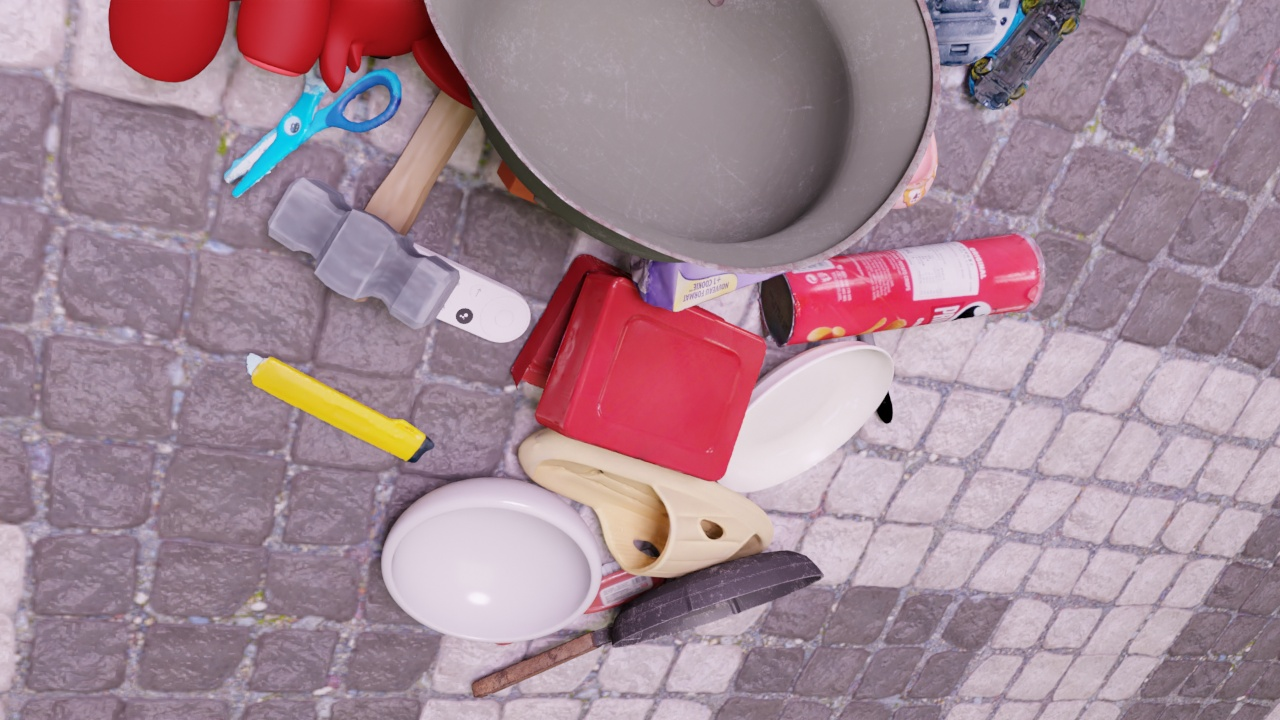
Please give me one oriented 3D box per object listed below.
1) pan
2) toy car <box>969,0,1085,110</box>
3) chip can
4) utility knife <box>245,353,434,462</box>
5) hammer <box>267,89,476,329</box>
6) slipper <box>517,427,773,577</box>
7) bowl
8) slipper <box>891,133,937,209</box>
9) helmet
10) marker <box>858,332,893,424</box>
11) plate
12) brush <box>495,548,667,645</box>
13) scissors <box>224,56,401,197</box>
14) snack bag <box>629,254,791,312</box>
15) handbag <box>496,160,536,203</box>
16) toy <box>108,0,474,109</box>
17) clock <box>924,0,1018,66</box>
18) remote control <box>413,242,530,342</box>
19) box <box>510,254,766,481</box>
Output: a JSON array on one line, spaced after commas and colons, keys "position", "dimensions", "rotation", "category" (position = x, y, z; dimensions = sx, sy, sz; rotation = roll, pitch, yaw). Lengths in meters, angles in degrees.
[{"position": [-0.004, 0.244, 0.852], "dimensions": [0.357, 0.040, 0.207], "rotation": [-21, 160, 9], "category": "pan"}, {"position": [0.297, -0.248, 0.715], "dimensions": [0.048, 0.032, 0.105], "rotation": [21, 115, -29], "category": "toy car"}, {"position": [0.218, -0.060, 0.769], "dimensions": [0.232, 0.073, 0.073], "rotation": [-9, 120, -15], "category": "chip can"}, {"position": [-0.227, 0.037, 0.697], "dimensions": [0.155, 0.017, 0.030], "rotation": [33, 99, -32], "category": "utility knife"}, {"position": [-0.108, -0.179, 0.588], "dimensions": [0.117, 0.051, 0.323], "rotation": [33, 98, -4], "category": "hammer"}, {"position": [0.009, 0.137, 0.780], "dimensions": [0.261, 0.079, 0.112], "rotation": [30, 139, -27], "category": "slipper"}, {"position": [-0.120, 0.155, 0.761], "dimensions": [0.176, 0.066, 0.177], "rotation": [-1, 127, -1], "category": "bowl"}, {"position": [0.171, -0.200, 0.643], "dimensions": [0.093, 0.082, 0.197], "rotation": [-43, 113, -25], "category": "slipper"}, {"position": [0.003, -0.155, 0.501], "dimensions": [0.268, 0.154, 0.226], "rotation": [39, 75, -7], "category": "helmet"}, {"position": [0.214, 0.008, 0.836], "dimensions": [0.016, 0.022, 0.139], "rotation": [-20, 125, 6], "category": "marker"}, {"position": [0.134, 0.044, 0.795], "dimensions": [0.182, 0.034, 0.183], "rotation": [-23, 145, -17], "category": "plate"}, {"position": [-0.059, 0.219, 0.852], "dimensions": [0.172, 0.030, 0.041], "rotation": [-18, 123, -11], "category": "brush"}, {"position": [-0.208, -0.144, 0.574], "dimensions": [0.140, 0.083, 0.015], "rotation": [-44, 167, 5], "category": "scissors"}, {"position": [0.074, -0.107, 0.669], "dimensions": [0.204, 0.058, 0.096], "rotation": [-21, 128, -40], "category": "snack bag"}, {"position": [-0.011, -0.179, 0.625], "dimensions": [0.108, 0.060, 0.172], "rotation": [20, 109, -28], "category": "handbag"}, {"position": [-0.178, -0.222, 0.506], "dimensions": [0.197, 0.121, 0.158], "rotation": [3, 76, -33], "category": "toy"}, {"position": [0.225, -0.276, 0.662], "dimensions": [0.090, 0.052, 0.130], "rotation": [-8, 121, -16], "category": "clock"}, {"position": [-0.143, -0.052, 0.679], "dimensions": [0.136, 0.013, 0.043], "rotation": [25, 108, -29], "category": "remote control"}, {"position": [0.005, 0.009, 0.706], "dimensions": [0.157, 0.122, 0.137], "rotation": [21, 104, -28], "category": "box"}]
